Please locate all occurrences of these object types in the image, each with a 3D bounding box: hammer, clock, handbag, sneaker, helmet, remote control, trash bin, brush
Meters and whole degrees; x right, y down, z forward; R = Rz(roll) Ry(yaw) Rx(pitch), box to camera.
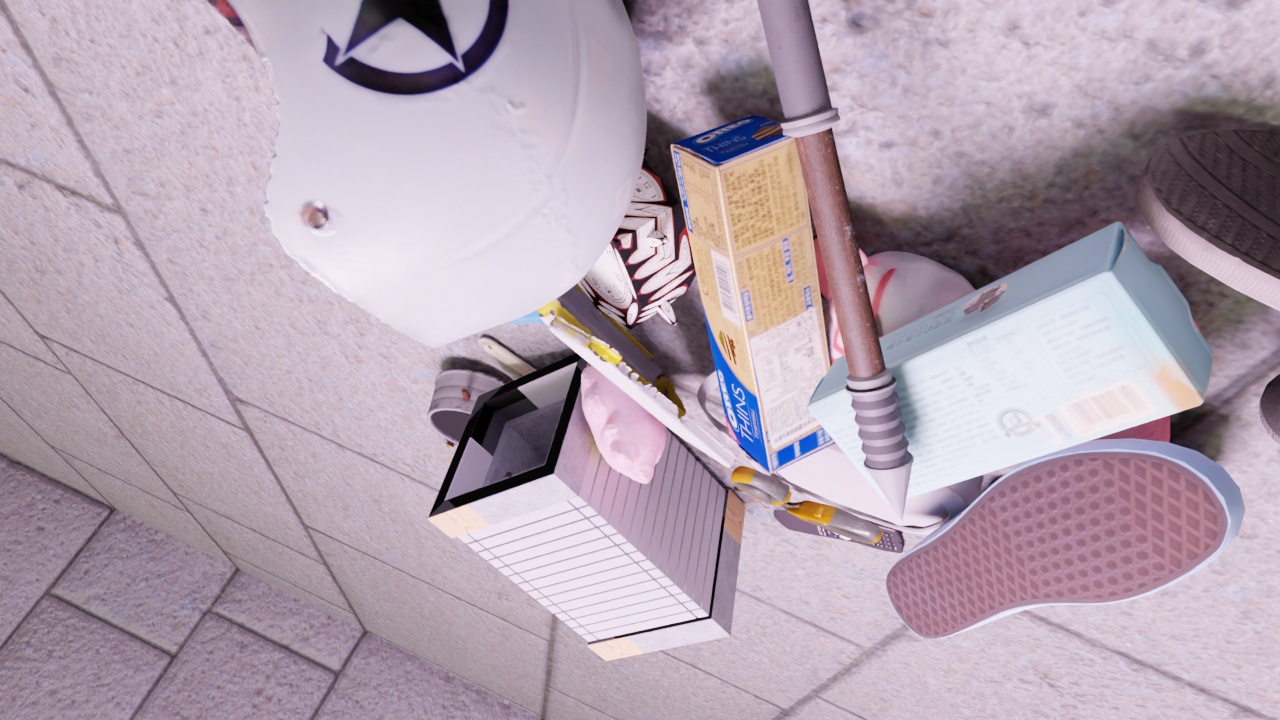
[{"bbox_3d":[0.086,-0.071,0.419,0.156,0.042,0.322,-3,111,41],"label":"hammer"},{"bbox_3d":[-0.022,-0.096,0.584,0.154,0.065,0.115,45,161,30],"label":"clock"},{"bbox_3d":[0.153,0.072,0.716,0.216,0.095,0.223,22,162,13],"label":"handbag"},{"bbox_3d":[0.313,-0.014,0.424,0.234,0.095,0.120,22,150,-5],"label":"sneaker"},{"bbox_3d":[-0.088,-0.148,0.431,0.163,0.264,0.236,-18,173,-2],"label":"helmet"},{"bbox_3d":[-0.172,0.056,0.940,0.104,0.056,0.148,31,146,-23],"label":"clock"},{"bbox_3d":[0.246,0.096,0.536,0.083,0.098,0.242,61,149,15],"label":"sneaker"},{"bbox_3d":[0.183,0.156,0.858,0.125,0.009,0.046,7,144,31],"label":"remote control"},{"bbox_3d":[-0.036,0.138,0.834,0.143,0.142,0.247,-22,125,31],"label":"trash bin"},{"bbox_3d":[-0.063,0.041,0.877,0.217,0.012,0.033,35,150,-12],"label":"brush"}]

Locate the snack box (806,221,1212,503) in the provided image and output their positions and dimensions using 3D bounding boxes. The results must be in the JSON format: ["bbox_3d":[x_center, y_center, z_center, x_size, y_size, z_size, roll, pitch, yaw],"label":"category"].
[{"bbox_3d":[0.174,0.008,0.454,0.075,0.053,0.175,49,134,-10],"label":"snack box"}]

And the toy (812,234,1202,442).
[{"bbox_3d":[0.197,-0.003,0.533,0.213,0.084,0.142,10,144,25],"label":"toy"}]

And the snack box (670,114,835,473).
[{"bbox_3d":[0.070,-0.034,0.539,0.057,0.056,0.207,43,152,54],"label":"snack box"}]

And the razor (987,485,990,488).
[{"bbox_3d":[0.310,0.115,0.667,0.143,0.047,0.052,-4,113,38],"label":"razor"}]

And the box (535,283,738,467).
[{"bbox_3d":[-0.006,0.006,0.661,0.129,0.039,0.209,48,-177,39],"label":"box"}]

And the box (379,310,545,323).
[{"bbox_3d":[-0.150,-0.069,0.741,0.232,0.048,0.093,2,140,37],"label":"box"}]

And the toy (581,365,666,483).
[{"bbox_3d":[-0.010,0.057,0.732,0.050,0.093,0.102,-30,129,18],"label":"toy"}]

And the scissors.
[{"bbox_3d":[0.108,0.115,0.780,0.162,0.016,0.226,27,170,-17],"label":"scissors"}]
